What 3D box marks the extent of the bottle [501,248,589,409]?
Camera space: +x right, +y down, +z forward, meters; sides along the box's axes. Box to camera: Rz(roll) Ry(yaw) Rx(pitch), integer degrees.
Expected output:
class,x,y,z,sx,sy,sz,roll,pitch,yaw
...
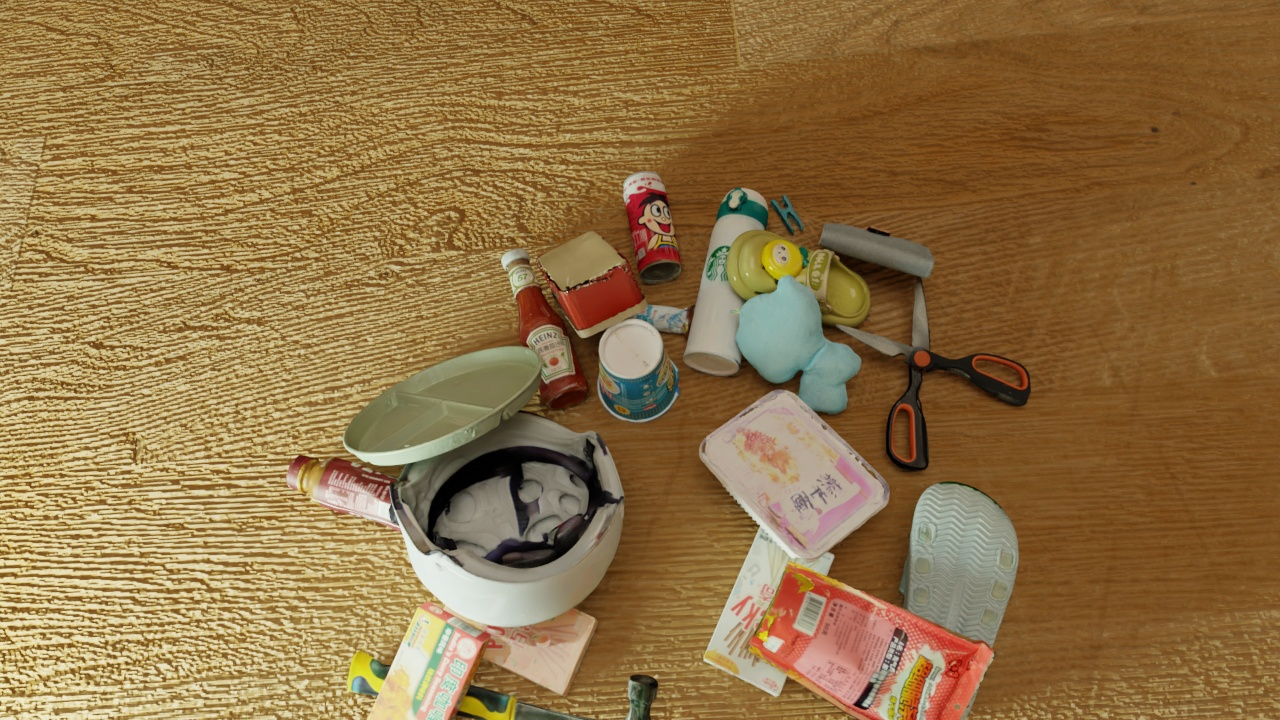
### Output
class,x,y,z,sx,sy,sz,roll,pitch,yaw
bottle,-0.119,-0.042,1.086,0.060,0.060,0.206,-21,68,-4

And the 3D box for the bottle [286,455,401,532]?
class,x,y,z,sx,sy,sz,roll,pitch,yaw
bottle,-0.309,0.148,1.026,0.175,0.057,0.057,15,70,11

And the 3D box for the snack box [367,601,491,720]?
class,x,y,z,sx,sy,sz,roll,pitch,yaw
snack box,-0.216,0.329,0.915,0.077,0.027,0.156,25,93,12

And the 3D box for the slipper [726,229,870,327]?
class,x,y,z,sx,sy,sz,roll,pitch,yaw
slipper,0.192,-0.099,1.041,0.190,0.082,0.091,19,66,-19

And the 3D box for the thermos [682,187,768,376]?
class,x,y,z,sx,sy,sz,roll,pitch,yaw
thermos,0.104,-0.098,1.081,0.073,0.073,0.223,10,69,9

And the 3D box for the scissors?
class,x,y,z,sx,sy,sz,roll,pitch,yaw
scissors,0.321,0.018,1.031,0.230,0.022,0.220,21,76,4

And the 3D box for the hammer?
class,x,y,z,sx,sy,sz,roll,pitch,yaw
hammer,-0.147,0.354,0.928,0.323,0.032,0.126,8,89,13

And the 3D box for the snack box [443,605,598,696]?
class,x,y,z,sx,sy,sz,roll,pitch,yaw
snack box,-0.133,0.283,0.972,0.157,0.026,0.084,20,71,12

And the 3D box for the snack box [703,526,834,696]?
class,x,y,z,sx,sy,sz,roll,pitch,yaw
snack box,0.135,0.258,0.960,0.085,0.027,0.156,22,71,13

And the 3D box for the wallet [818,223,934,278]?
class,x,y,z,sx,sy,sz,roll,pitch,yaw
wallet,0.276,-0.137,1.075,0.130,0.106,0.037,17,109,8

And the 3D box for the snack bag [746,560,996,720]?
class,x,y,z,sx,sy,sz,roll,pitch,yaw
snack bag,0.215,0.284,0.881,0.208,0.073,0.129,24,101,14

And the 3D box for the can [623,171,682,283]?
class,x,y,z,sx,sy,sz,roll,pitch,yaw
can,0.013,-0.164,1.128,0.053,0.053,0.132,-11,67,0

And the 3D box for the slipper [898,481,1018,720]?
class,x,y,z,sx,sy,sz,roll,pitch,yaw
slipper,0.311,0.247,0.927,0.104,0.074,0.245,12,85,11

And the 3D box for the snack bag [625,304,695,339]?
class,x,y,z,sx,sy,sz,roll,pitch,yaw
snack bag,0.019,-0.051,1.097,0.104,0.026,0.048,10,78,9

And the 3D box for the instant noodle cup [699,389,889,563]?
class,x,y,z,sx,sy,sz,roll,pitch,yaw
instant noodle cup,0.159,0.128,0.978,0.137,0.060,0.173,-32,63,-22

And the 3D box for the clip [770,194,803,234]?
class,x,y,z,sx,sy,sz,roll,pitch,yaw
clip,0.184,-0.182,1.143,0.046,0.014,0.057,-22,69,-6

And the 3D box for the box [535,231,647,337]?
class,x,y,z,sx,sy,sz,roll,pitch,yaw
box,-0.060,-0.098,1.045,0.091,0.078,0.168,-27,24,-6

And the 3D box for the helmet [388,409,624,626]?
class,x,y,z,sx,sy,sz,roll,pitch,yaw
helmet,-0.131,0.171,0.941,0.228,0.146,0.259,-16,32,-24

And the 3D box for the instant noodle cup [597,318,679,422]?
class,x,y,z,sx,sy,sz,roll,pitch,yaw
instant noodle cup,-0.006,0.006,1.030,0.099,0.110,0.099,-2,67,4

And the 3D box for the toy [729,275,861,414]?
class,x,y,z,sx,sy,sz,roll,pitch,yaw
toy,0.168,-0.013,1.016,0.156,0.162,0.049,15,25,1

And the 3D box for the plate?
class,x,y,z,sx,sy,sz,roll,pitch,yaw
plate,-0.211,0.048,1.000,0.230,0.229,0.027,-17,112,7
